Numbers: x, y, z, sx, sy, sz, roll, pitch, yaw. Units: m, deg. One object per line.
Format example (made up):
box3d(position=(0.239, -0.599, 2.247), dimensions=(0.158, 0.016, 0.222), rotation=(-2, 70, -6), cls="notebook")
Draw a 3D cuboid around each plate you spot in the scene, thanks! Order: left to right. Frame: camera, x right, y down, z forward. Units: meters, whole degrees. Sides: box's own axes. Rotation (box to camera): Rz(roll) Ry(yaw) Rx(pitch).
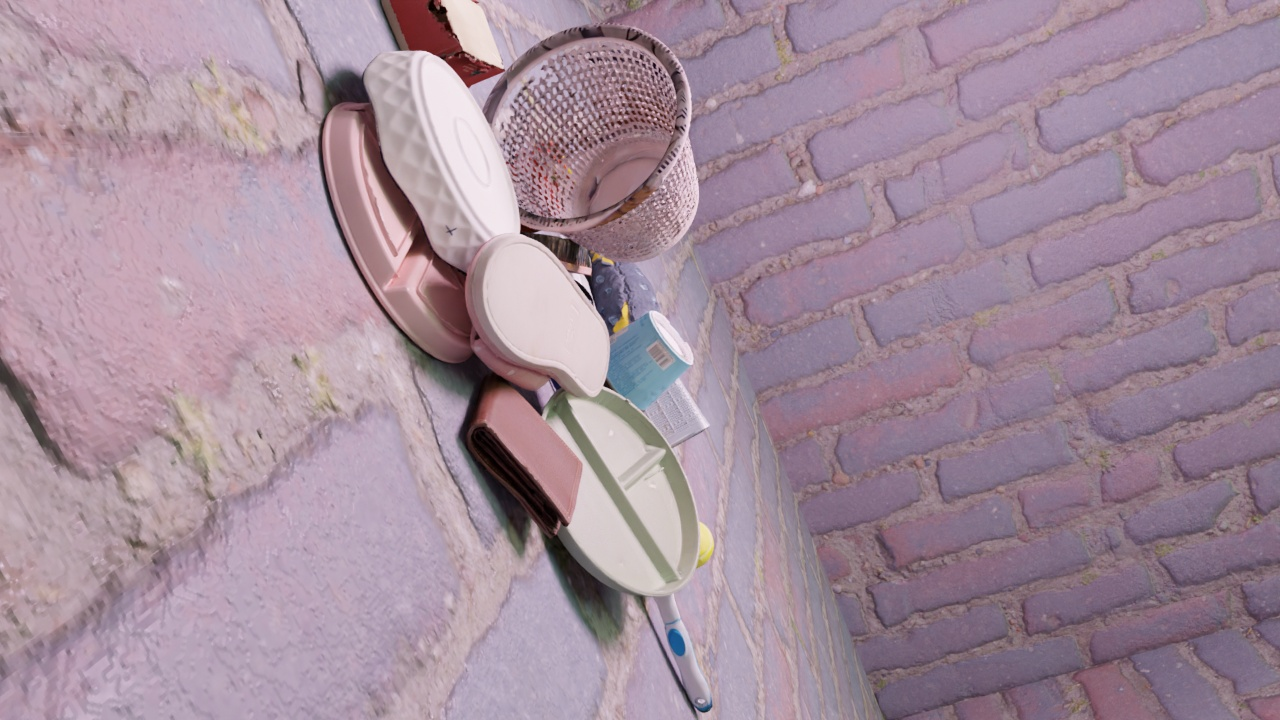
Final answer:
box3d(position=(-0.182, -0.109, 0.761), dimensions=(0.229, 0.028, 0.229), rotation=(-21, 90, -79), cls="plate")
box3d(position=(-0.160, -0.171, 0.786), dimensions=(0.204, 0.046, 0.205), rotation=(-21, 90, -79), cls="plate")
box3d(position=(-0.023, 0.128, 0.913), dimensions=(0.230, 0.028, 0.229), rotation=(36, 35, -31), cls="plate")

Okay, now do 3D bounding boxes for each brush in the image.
box3d(position=(-0.105, -0.107, 1.046), dimensions=(0.145, 0.063, 0.073), rotation=(-12, 112, -77), cls="brush")
box3d(position=(0.025, 0.257, 1.032), dimensions=(0.109, 0.060, 0.315), rotation=(-89, 160, -58), cls="brush")

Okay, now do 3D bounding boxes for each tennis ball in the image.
box3d(position=(0.062, 0.239, 1.191), dimensions=(0.065, 0.065, 0.065), rotation=(-20, 90, -78), cls="tennis ball")

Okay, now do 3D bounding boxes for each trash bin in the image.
box3d(position=(-0.032, -0.206, 0.977), dimensions=(0.192, 0.228, 0.227), rotation=(40, 31, -65), cls="trash bin")

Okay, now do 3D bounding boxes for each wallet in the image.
box3d(position=(-0.098, 0.077, 0.780), dimensions=(0.124, 0.032, 0.101), rotation=(51, 17, -18), cls="wallet")

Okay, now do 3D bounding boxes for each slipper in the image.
box3d(position=(-0.094, -0.031, 0.821), dimensions=(0.274, 0.054, 0.114), rotation=(39, 57, -66), cls="slipper")

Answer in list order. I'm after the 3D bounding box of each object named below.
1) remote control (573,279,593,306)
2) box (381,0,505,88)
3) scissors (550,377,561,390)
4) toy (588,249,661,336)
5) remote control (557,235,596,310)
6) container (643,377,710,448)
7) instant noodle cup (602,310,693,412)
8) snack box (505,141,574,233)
box3d(position=(-0.082, -0.055, 1.125), dimensions=(0.053, 0.024, 0.136), rotation=(44, 22, -21), cls="remote control")
box3d(position=(-0.199, -0.351, 0.981), dimensions=(0.168, 0.077, 0.091), rotation=(-55, 124, -77), cls="box")
box3d(position=(-0.109, -0.019, 0.987), dimensions=(0.162, 0.012, 0.176), rotation=(-94, 159, -51), cls="scissors")
box3d(position=(-0.017, -0.048, 1.299), dimensions=(0.138, 0.091, 0.356), rotation=(123, -47, -69), cls="toy")
box3d(position=(-0.085, -0.102, 1.210), dimensions=(0.049, 0.024, 0.125), rotation=(32, 39, -72), cls="remote control")
box3d(position=(0.022, 0.062, 1.195), dimensions=(0.111, 0.090, 0.090), rotation=(61, -7, 7), cls="container")
box3d(position=(-0.006, 0.006, 1.074), dimensions=(0.111, 0.121, 0.111), rotation=(47, 15, -17), cls="instant noodle cup")
box3d(position=(-0.123, -0.199, 1.082), dimensions=(0.091, 0.082, 0.079), rotation=(64, 26, -22), cls="snack box")
